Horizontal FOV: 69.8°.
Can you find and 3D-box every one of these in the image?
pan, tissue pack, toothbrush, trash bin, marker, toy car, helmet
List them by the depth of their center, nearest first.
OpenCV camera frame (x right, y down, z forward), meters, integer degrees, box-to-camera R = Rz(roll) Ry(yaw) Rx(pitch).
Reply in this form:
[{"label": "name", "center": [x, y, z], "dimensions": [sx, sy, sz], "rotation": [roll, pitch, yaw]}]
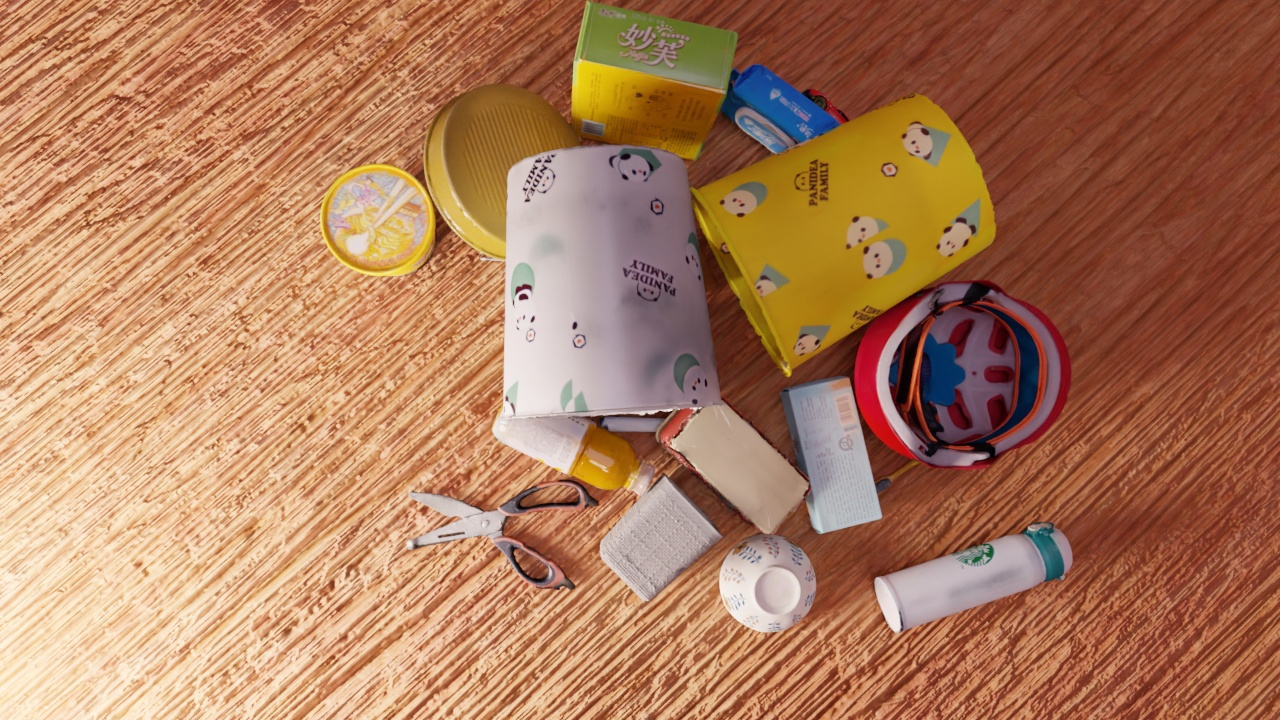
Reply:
[{"label": "trash bin", "center": [-0.037, -0.069, 0.930], "dimensions": [0.229, 0.230, 0.252], "rotation": [-4, 86, -4]}, {"label": "trash bin", "center": [0.215, -0.141, 0.982], "dimensions": [0.255, 0.229, 0.229], "rotation": [-28, 90, 3]}, {"label": "pan", "center": [-0.130, -0.131, 1.038], "dimensions": [0.197, 0.078, 0.357], "rotation": [-20, 94, -39]}, {"label": "helmet", "center": [0.348, 0.015, 1.049], "dimensions": [0.239, 0.144, 0.207], "rotation": [-1, 91, -19]}, {"label": "tissue pack", "center": [0.162, -0.281, 1.070], "dimensions": [0.157, 0.095, 0.052], "rotation": [35, 86, -4]}, {"label": "marker", "center": [0.017, 0.078, 1.081], "dimensions": [0.130, 0.018, 0.022], "rotation": [1, 96, -4]}, {"label": "toy car", "center": [0.230, -0.282, 1.097], "dimensions": [0.031, 0.049, 0.106], "rotation": [-41, 91, -8]}, {"label": "toothbrush", "center": [0.353, 0.108, 1.103], "dimensions": [0.191, 0.018, 0.016], "rotation": [-32, 92, -5]}]

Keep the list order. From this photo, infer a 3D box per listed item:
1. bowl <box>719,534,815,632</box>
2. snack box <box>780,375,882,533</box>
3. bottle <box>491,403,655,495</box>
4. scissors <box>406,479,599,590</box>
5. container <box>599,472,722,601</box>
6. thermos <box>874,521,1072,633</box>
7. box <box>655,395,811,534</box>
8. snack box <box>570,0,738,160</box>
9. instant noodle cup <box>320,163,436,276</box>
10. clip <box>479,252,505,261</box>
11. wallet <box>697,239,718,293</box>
[{"label": "bowl", "center": [0.151, 0.261, 1.061], "dimensions": [0.113, 0.062, 0.113], "rotation": [0, 86, -3]}, {"label": "snack box", "center": [0.223, 0.110, 1.077], "dimensions": [0.074, 0.051, 0.175], "rotation": [-13, 87, -3]}, {"label": "bottle", "center": [-0.074, 0.097, 1.048], "dimensions": [0.189, 0.068, 0.068], "rotation": [27, 86, -2]}, {"label": "scissors", "center": [-0.156, 0.192, 1.064], "dimensions": [0.226, 0.015, 0.189], "rotation": [43, 85, -2]}, {"label": "container", "center": [0.019, 0.201, 1.042], "dimensions": [0.114, 0.090, 0.090], "rotation": [-44, 90, -2]}, {"label": "thermos", "center": [0.392, 0.250, 1.075], "dimensions": [0.224, 0.073, 0.073], "rotation": [-17, 89, -5]}, {"label": "box", "center": [0.107, 0.116, 1.038], "dimensions": [0.168, 0.080, 0.091], "rotation": [43, 85, -13]}, {"label": "snack box", "center": [0.008, -0.297, 1.001], "dimensions": [0.157, 0.210, 0.070], "rotation": [11, 82, -4]}, {"label": "instant noodle cup", "center": [-0.282, -0.147, 1.021], "dimensions": [0.118, 0.114, 0.118], "rotation": [0, 88, -5]}, {"label": "clip", "center": [-0.161, -0.125, 1.075], "dimensions": [0.058, 0.027, 0.045], "rotation": [-6, 95, -1]}, {"label": "wallet", "center": [0.020, -0.125, 1.079], "dimensions": [0.107, 0.031, 0.132], "rotation": [-24, 88, -14]}]
